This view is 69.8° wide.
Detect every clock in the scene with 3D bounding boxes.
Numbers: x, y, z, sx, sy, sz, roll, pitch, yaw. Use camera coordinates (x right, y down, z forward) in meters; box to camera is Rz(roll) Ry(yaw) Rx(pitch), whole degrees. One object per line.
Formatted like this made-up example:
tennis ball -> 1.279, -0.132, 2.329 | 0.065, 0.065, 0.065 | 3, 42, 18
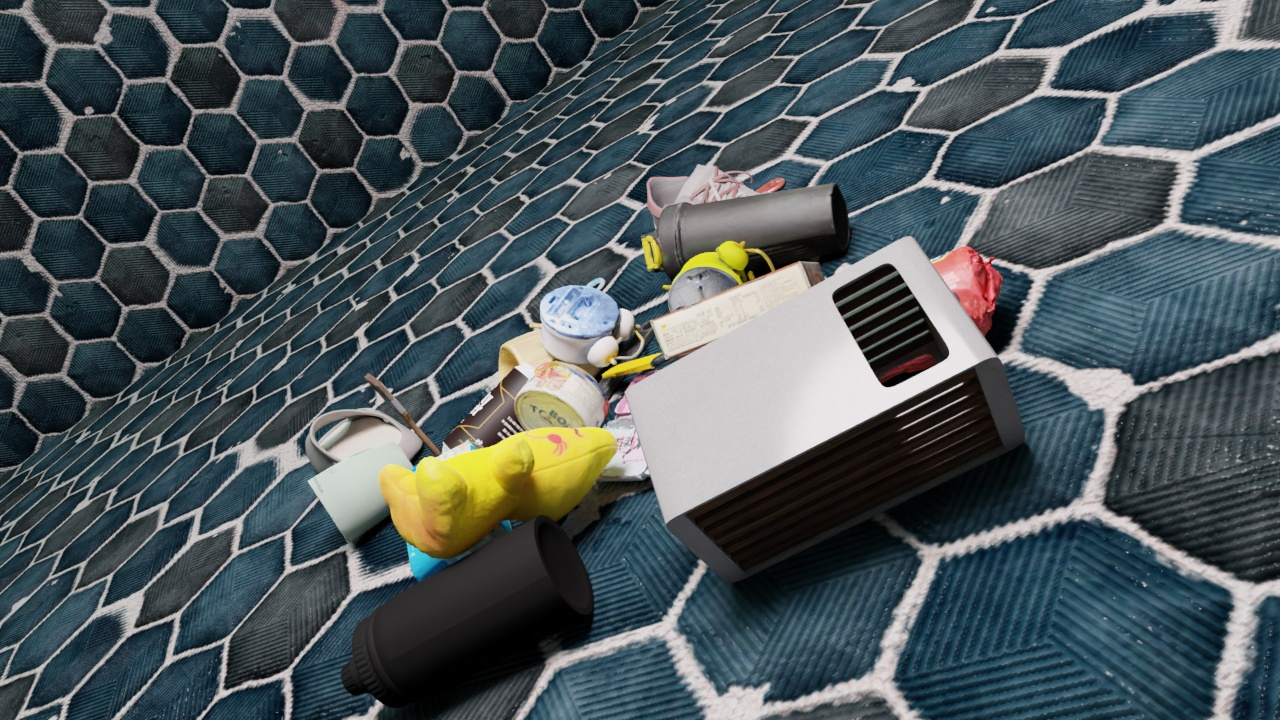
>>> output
clock -> 0.085, -0.075, 0.959 | 0.119, 0.083, 0.056 | -24, 21, 25
clock -> -0.056, -0.035, 1.024 | 0.125, 0.052, 0.088 | 22, 43, 13

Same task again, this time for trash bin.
trash bin -> 0.123, 0.039, 0.638 | 0.229, 0.114, 0.114 | -29, 48, 12

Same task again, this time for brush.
brush -> -0.263, 0.071, 1.047 | 0.008, 0.143, 0.045 | -45, 36, -18
brush -> 0.110, -0.198, 1.200 | 0.172, 0.030, 0.041 | -32, 26, 4

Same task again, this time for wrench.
wrench -> -0.046, 0.042, 0.989 | 0.073, 0.018, 0.272 | -8, 35, 42

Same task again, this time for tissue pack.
tissue pack -> -0.177, 0.146, 0.882 | 0.093, 0.062, 0.144 | -31, 49, 8

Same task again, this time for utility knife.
utility knife -> -0.006, 0.005, 0.929 | 0.030, 0.017, 0.159 | -23, 6, -23

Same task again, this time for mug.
mug -> -0.315, 0.149, 1.064 | 0.103, 0.084, 0.111 | -33, -5, -21

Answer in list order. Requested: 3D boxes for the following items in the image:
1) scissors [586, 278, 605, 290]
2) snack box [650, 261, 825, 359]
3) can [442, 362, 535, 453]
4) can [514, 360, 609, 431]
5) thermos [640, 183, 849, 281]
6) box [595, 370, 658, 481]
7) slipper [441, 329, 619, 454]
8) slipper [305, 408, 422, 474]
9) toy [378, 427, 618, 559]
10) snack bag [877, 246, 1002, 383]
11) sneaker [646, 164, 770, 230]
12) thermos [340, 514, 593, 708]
scissors -> -0.109, -0.065, 1.256 | 0.118, 0.013, 0.139 | -5, 40, 45
snack box -> 0.099, -0.047, 0.858 | 0.143, 0.041, 0.146 | -22, -2, 18
can -> -0.145, 0.069, 0.977 | 0.128, 0.072, 0.072 | -47, 27, -9
can -> -0.078, 0.046, 0.898 | 0.086, 0.086, 0.043 | -12, 32, 39
thermos -> 0.111, -0.137, 1.002 | 0.221, 0.098, 0.097 | -6, 36, 27
box -> 0.047, 0.053, 0.839 | 0.202, 0.037, 0.152 | -10, 37, 41
slipper -> -0.134, 0.022, 1.060 | 0.261, 0.079, 0.111 | -42, 30, -15
slipper -> -0.384, 0.100, 1.216 | 0.266, 0.080, 0.112 | 5, 49, 53
toy -> -0.115, 0.108, 0.785 | 0.135, 0.087, 0.193 | -20, -6, 43
snack bag -> 0.207, -0.027, 0.744 | 0.177, 0.082, 0.082 | -23, 28, 25
sneaker -> 0.093, -0.187, 1.098 | 0.236, 0.089, 0.099 | 11, 56, 43
thermos -> -0.144, 0.209, 0.736 | 0.199, 0.086, 0.086 | -30, 26, 10
